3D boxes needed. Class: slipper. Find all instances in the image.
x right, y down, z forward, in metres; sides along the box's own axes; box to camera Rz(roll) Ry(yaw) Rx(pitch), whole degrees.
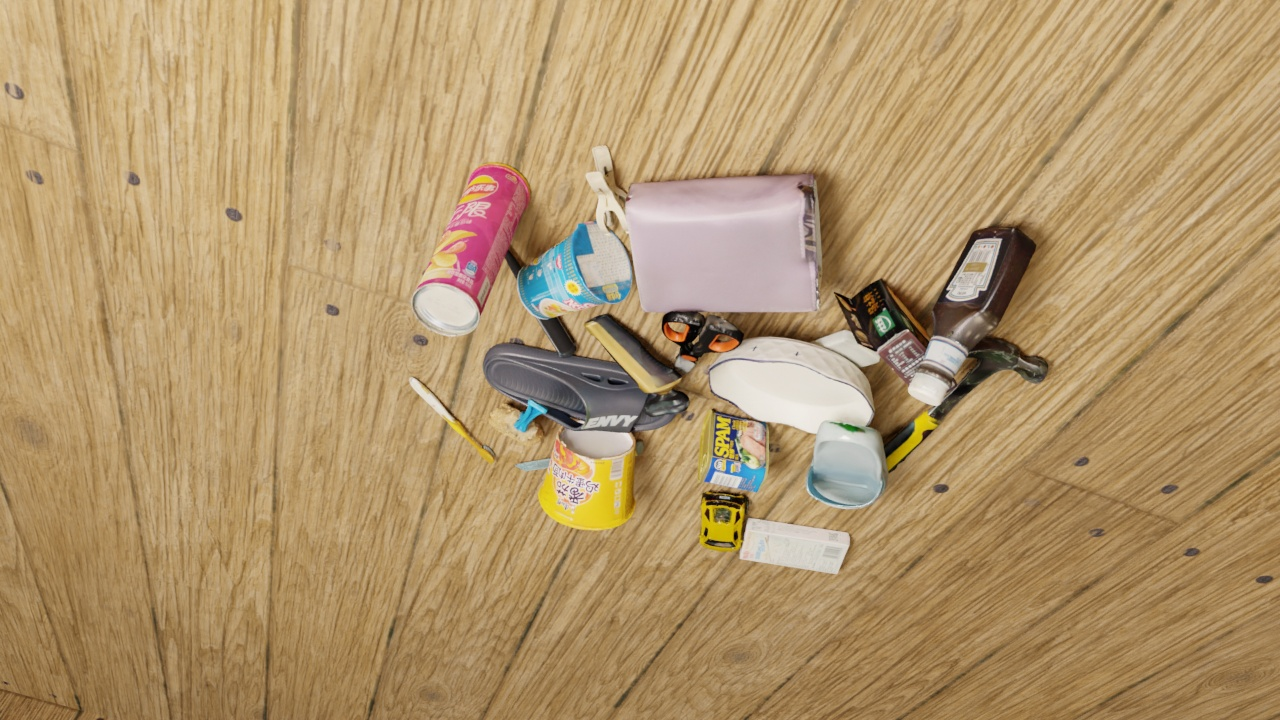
[{"bbox_3d":[-0.086,0.055,1.218,0.268,0.083,0.111,15,138,-1],"label":"slipper"},{"bbox_3d":[0.262,0.148,1.173,0.104,0.074,0.246,12,156,16],"label":"slipper"}]

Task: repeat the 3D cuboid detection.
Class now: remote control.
[{"bbox_3d":[0.218,-0.003,1.096,0.058,0.021,0.150,27,158,-20],"label":"remote control"}]

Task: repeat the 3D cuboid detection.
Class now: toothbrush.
[{"bbox_3d":[-0.134,-0.084,1.123,0.026,0.027,0.213,-35,129,-7],"label":"toothbrush"},{"bbox_3d":[-0.272,0.087,1.337,0.016,0.018,0.191,-21,125,27],"label":"toothbrush"}]

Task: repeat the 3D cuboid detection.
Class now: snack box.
[{"bbox_3d":[0.237,0.288,1.422,0.157,0.026,0.085,9,136,4],"label":"snack box"},{"bbox_3d":[0.284,-0.026,1.025,0.053,0.113,0.125,-38,120,20],"label":"snack box"}]

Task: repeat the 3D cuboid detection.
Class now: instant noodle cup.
[{"bbox_3d":[-0.068,0.150,1.269,0.138,0.137,0.110,10,117,2],"label":"instant noodle cup"},{"bbox_3d":[-0.082,-0.096,1.060,0.110,0.099,0.099,-20,128,39],"label":"instant noodle cup"}]

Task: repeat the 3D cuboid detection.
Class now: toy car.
[{"bbox_3d":[0.125,0.251,1.399,0.071,0.041,0.156,7,137,6],"label":"toy car"}]

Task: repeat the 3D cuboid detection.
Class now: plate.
[{"bbox_3d":[0.184,0.030,1.112,0.205,0.045,0.205,17,160,6],"label":"plate"}]

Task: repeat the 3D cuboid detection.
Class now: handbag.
[{"bbox_3d":[0.091,-0.128,0.980,0.197,0.098,0.145,0,137,14],"label":"handbag"}]

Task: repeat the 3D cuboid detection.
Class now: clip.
[{"bbox_3d":[-0.034,-0.179,0.995,0.035,0.071,0.100,-2,138,14],"label":"clip"}]

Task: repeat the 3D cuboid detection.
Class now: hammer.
[{"bbox_3d":[0.363,0.081,1.182,0.126,0.031,0.324,22,136,-10],"label":"hammer"}]

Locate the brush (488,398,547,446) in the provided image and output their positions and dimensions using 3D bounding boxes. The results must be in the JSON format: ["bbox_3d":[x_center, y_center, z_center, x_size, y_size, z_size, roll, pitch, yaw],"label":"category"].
[{"bbox_3d":[-0.151,0.075,1.202,0.083,0.045,0.255,33,163,-6],"label":"brush"}]

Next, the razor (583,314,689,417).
[{"bbox_3d":[-0.007,0.007,1.154,0.067,0.062,0.167,-44,101,3],"label":"razor"}]

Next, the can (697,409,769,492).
[{"bbox_3d":[0.124,0.121,1.225,0.083,0.101,0.057,12,136,-4],"label":"can"}]

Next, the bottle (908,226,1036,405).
[{"bbox_3d":[0.335,-0.046,0.946,0.044,0.194,0.080,32,172,-21],"label":"bottle"}]

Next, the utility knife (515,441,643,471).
[{"bbox_3d":[-0.090,0.145,1.353,0.211,0.021,0.031,-15,126,17],"label":"utility knife"}]

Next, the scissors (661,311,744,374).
[{"bbox_3d":[0.048,-0.019,1.092,0.141,0.021,0.235,20,163,-22],"label":"scissors"}]

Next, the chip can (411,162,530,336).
[{"bbox_3d":[-0.175,-0.121,0.963,0.071,0.210,0.071,6,135,6],"label":"chip can"}]
